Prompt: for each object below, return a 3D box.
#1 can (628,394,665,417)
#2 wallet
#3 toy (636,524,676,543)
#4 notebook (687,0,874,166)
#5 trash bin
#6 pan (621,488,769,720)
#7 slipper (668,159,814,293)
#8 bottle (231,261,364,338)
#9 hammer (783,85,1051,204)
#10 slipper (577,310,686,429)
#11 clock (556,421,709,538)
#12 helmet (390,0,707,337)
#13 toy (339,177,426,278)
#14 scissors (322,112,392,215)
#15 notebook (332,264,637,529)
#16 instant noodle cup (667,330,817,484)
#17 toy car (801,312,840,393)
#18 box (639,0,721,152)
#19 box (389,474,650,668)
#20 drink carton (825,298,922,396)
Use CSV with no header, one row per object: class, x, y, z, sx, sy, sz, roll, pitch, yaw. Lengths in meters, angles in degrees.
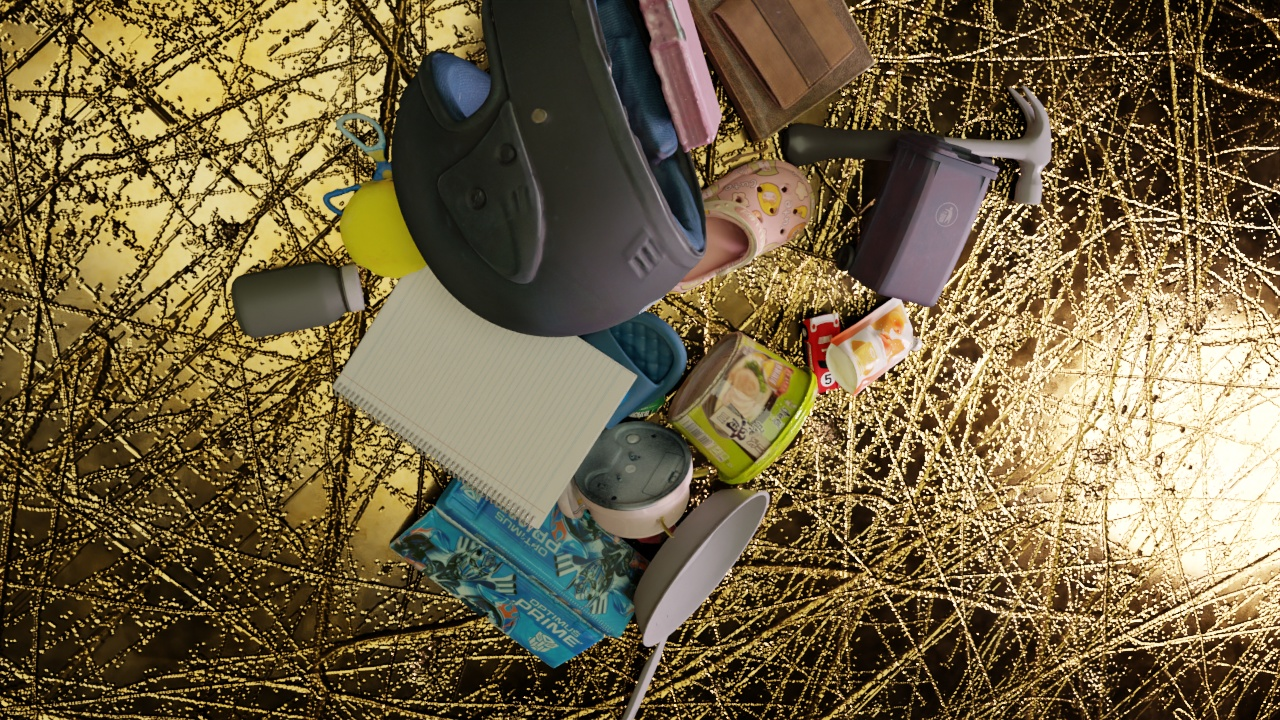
can,-0.006,0.006,0.943,0.053,0.053,0.101,-12,105,-12
wallet,0.140,-0.319,0.885,0.098,0.027,0.121,-43,109,-3
toy,0.000,0.159,0.981,0.102,0.066,0.050,32,60,-16
notebook,0.109,-0.331,0.907,0.190,0.034,0.215,-35,108,-4
trash bin,0.287,-0.147,0.950,0.093,0.092,0.161,13,110,-17
pan,0.032,0.275,0.988,0.051,0.200,0.357,37,117,22
slipper,0.091,-0.134,0.923,0.197,0.081,0.093,-27,106,-5
bottle,-0.314,-0.058,0.846,0.108,0.060,0.060,-12,105,-12
hammer,0.301,-0.233,0.982,0.310,0.029,0.125,-1,103,-14
slipper,-0.054,0.025,0.899,0.214,0.059,0.104,-34,94,21
clock,-0.021,0.118,0.922,0.158,0.116,0.059,11,134,24
helmet,-0.094,-0.172,0.783,0.236,0.248,0.316,-16,105,18
toy,-0.230,-0.123,0.855,0.095,0.041,0.094,0,112,-16
scissors,-0.242,-0.182,0.863,0.125,0.015,0.127,-19,111,-10
notebook,-0.153,0.022,0.877,0.245,0.013,0.178,33,93,7
instant noodle cup,0.100,0.043,0.938,0.098,0.146,0.146,38,91,-7
toy car,0.202,-0.008,1.008,0.038,0.025,0.089,-13,105,-12
box,0.023,-0.316,0.804,0.039,0.178,0.233,-15,116,13
box,-0.116,0.213,0.953,0.243,0.071,0.170,42,90,-18
drink carton,0.260,-0.018,1.007,0.122,0.039,0.069,-32,103,-29
